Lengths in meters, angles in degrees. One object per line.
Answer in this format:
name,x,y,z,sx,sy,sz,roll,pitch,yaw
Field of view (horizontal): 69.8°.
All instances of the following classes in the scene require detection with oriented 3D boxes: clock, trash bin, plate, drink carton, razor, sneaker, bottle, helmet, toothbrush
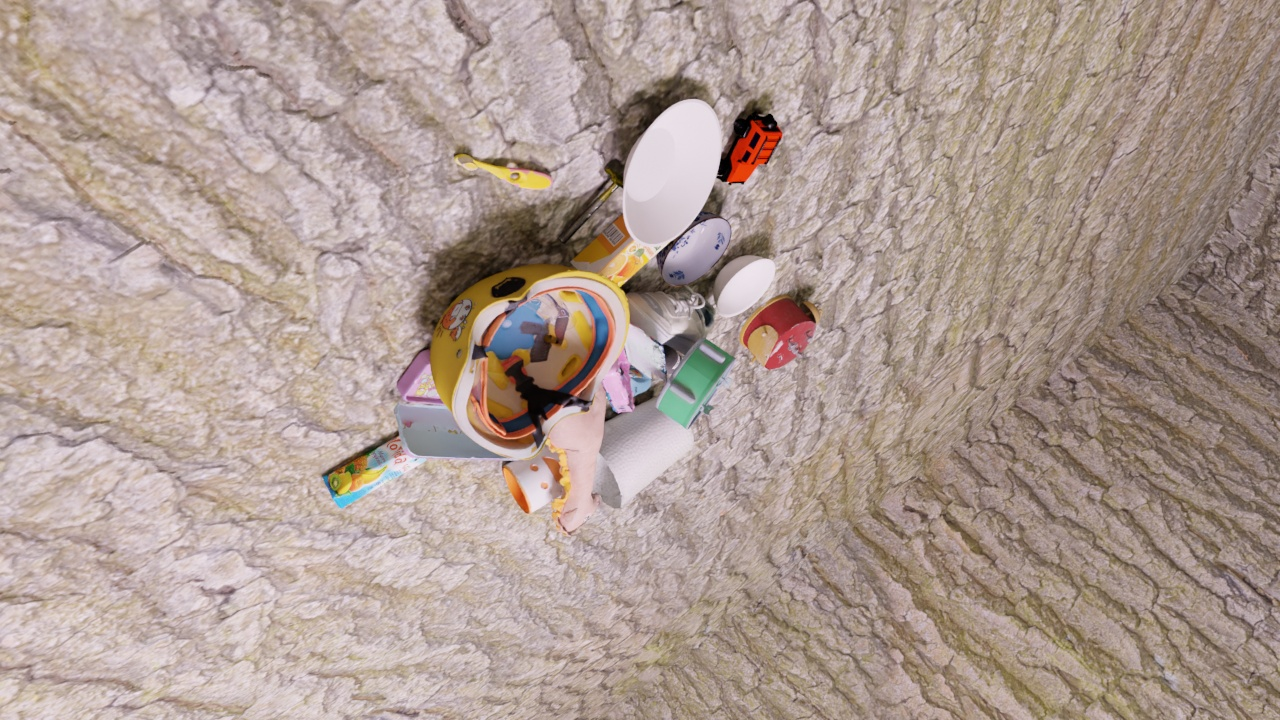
clock,0.081,0.039,1.307,0.121,0.075,0.162,-53,172,-13
trash bin,-0.008,0.140,1.480,0.161,0.133,0.133,-31,151,-25
plate,0.025,-0.219,1.058,0.173,0.036,0.174,-36,142,-35
drink carton,-0.337,0.138,1.171,0.128,0.044,0.039,-30,150,-15
razor,-0.057,-0.176,1.071,0.106,0.026,0.042,-43,154,16
clock,0.251,-0.045,1.555,0.158,0.081,0.117,-20,146,-31
sneaker,0.042,-0.070,1.280,0.091,0.089,0.242,-49,157,9
bottle,0.042,-0.002,1.418,0.036,0.036,0.110,-41,152,3
drink carton,-0.020,-0.140,1.144,0.122,0.041,0.058,-42,152,4
helmet,-0.142,-0.022,1.070,0.239,0.140,0.209,-44,137,-14
toothbrush,-0.137,-0.194,0.953,0.135,0.016,0.021,3,126,-51

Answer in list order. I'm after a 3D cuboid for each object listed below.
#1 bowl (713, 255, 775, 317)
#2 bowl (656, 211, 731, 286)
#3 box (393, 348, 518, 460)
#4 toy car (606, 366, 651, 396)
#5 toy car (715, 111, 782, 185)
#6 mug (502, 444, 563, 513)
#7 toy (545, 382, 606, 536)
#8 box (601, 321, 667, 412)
bowl,0.145,-0.120,1.365,0.109,0.040,0.110,-30,150,-20
bowl,0.062,-0.155,1.211,0.114,0.045,0.114,-29,150,-19
box,-0.220,0.060,1.177,0.213,0.062,0.140,11,90,-55
toy car,-0.020,0.036,1.410,0.107,0.027,0.060,3,131,-51
toy car,0.136,-0.260,1.143,0.051,0.049,0.100,-12,142,-41
mug,-0.146,0.174,1.406,0.105,0.082,0.082,-28,150,-22
toy,-0.110,0.146,1.312,0.195,0.065,0.265,-15,125,-47
box,-0.006,0.007,1.250,0.091,0.084,0.230,-4,164,3
